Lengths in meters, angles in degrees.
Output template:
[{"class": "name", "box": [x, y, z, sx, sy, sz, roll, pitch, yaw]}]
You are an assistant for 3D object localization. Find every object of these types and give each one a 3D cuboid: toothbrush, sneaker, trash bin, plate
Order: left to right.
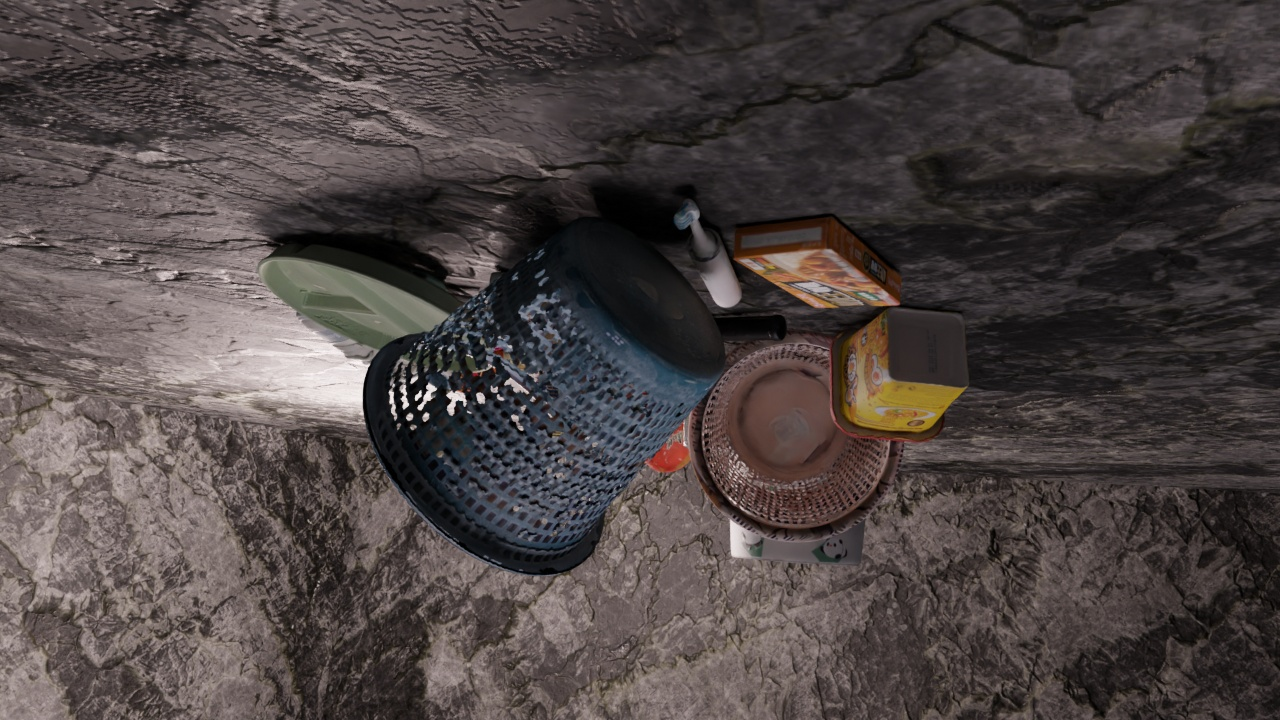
[{"class": "sneaker", "box": [-0.302, -0.009, 1.071, 0.090, 0.090, 0.242, -2, 167, 31]}, {"class": "plate", "box": [-0.242, -0.047, 0.862, 0.230, 0.027, 0.230, 16, 162, 5]}, {"class": "trash bin", "box": [-0.053, 0.011, 0.674, 0.195, 0.226, 0.226, -42, 146, 25]}, {"class": "toothbrush", "box": [0.052, -0.032, 0.962, 0.213, 0.026, 0.027, 0, -155, 36]}, {"class": "toothbrush", "box": [0.052, -0.078, 0.688, 0.027, 0.026, 0.221, 41, 180, 16]}, {"class": "trash bin", "box": [0.174, 0.078, 1.060, 0.227, 0.227, 0.192, 4, -177, 7]}, {"class": "trash bin", "box": [0.228, 0.163, 1.328, 0.229, 0.251, 0.230, 4, 171, 0]}]

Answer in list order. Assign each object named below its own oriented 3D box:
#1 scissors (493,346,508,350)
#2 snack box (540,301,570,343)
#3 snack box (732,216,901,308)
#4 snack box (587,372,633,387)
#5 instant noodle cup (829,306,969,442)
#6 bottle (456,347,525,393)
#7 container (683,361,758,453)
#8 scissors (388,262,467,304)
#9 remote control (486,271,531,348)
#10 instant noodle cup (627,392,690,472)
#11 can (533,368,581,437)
[{"class": "scissors", "box": [-0.118, -0.025, 1.039, 0.136, 0.017, 0.134, -11, 173, -31]}, {"class": "snack box", "box": [-0.034, -0.036, 0.827, 0.093, 0.077, 0.094, 0, 170, 26]}, {"class": "snack box", "box": [0.137, -0.070, 0.694, 0.075, 0.026, 0.153, -1, 168, 34]}, {"class": "snack box", "box": [-0.006, 0.006, 1.030, 0.058, 0.057, 0.208, 6, 179, -30]}, {"class": "instant noodle cup", "box": [0.252, 0.009, 0.882, 0.116, 0.116, 0.124, 6, 159, -5]}, {"class": "bottle", "box": [-0.189, 0.002, 1.178, 0.150, 0.066, 0.066, -12, 162, 36]}, {"class": "container", "box": [0.111, 0.063, 1.211, 0.090, 0.114, 0.090, 10, 170, -29]}, {"class": "scissors", "box": [-0.253, -0.070, 0.911, 0.175, 0.019, 0.170, 6, 169, 4]}, {"class": "remote control", "box": [-0.119, -0.041, 0.895, 0.021, 0.058, 0.150, 1, 170, 7]}, {"class": "instant noodle cup", "box": [0.015, 0.104, 1.465, 0.137, 0.138, 0.109, 13, 175, -41]}, {"class": "can", "box": [-0.104, 0.044, 1.224, 0.075, 0.111, 0.075, 7, 170, 1]}]
